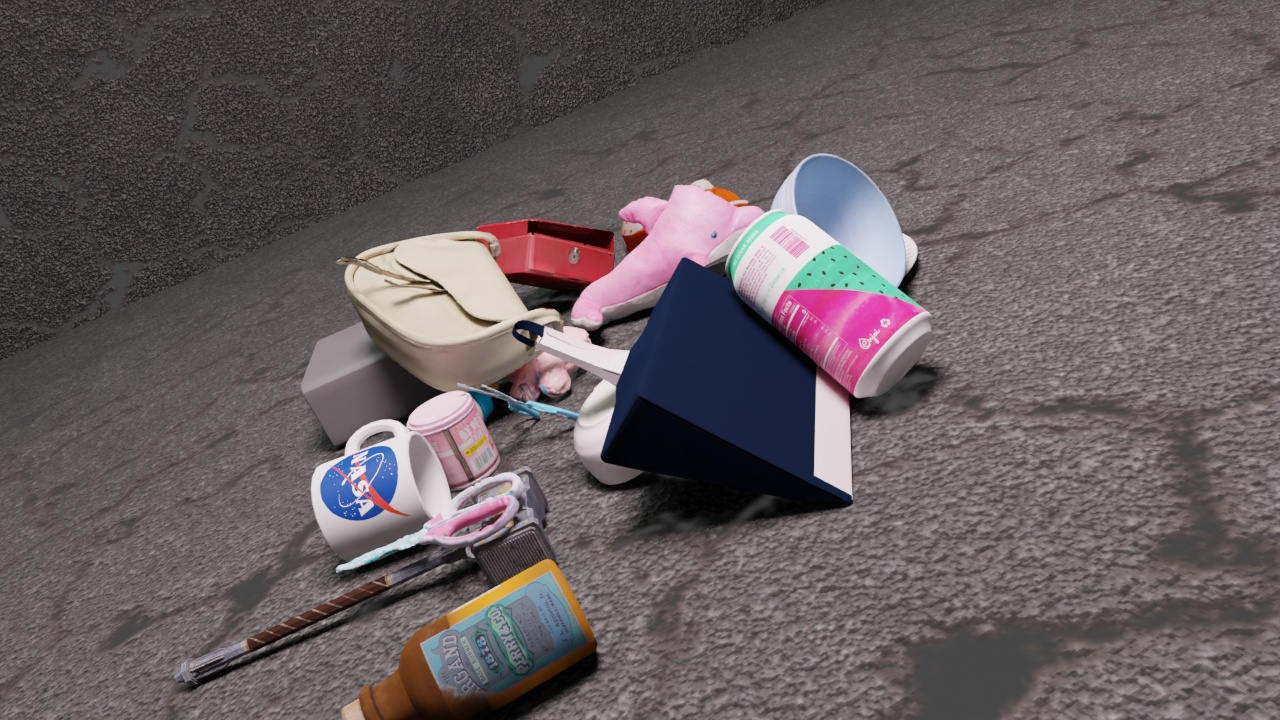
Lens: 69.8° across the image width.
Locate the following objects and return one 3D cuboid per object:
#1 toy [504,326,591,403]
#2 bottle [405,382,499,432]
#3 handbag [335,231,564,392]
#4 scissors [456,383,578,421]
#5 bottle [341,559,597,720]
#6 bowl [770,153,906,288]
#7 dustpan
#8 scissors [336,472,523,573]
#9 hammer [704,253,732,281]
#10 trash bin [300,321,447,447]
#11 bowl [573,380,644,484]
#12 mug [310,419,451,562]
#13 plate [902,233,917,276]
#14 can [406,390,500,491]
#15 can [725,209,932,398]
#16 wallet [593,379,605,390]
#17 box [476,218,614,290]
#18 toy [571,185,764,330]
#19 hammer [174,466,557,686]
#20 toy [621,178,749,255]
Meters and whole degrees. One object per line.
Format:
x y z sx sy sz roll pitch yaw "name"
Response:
-0.106 0.007 1.012 0.108 0.053 0.105 -15 35 16 "toy"
-0.196 0.063 0.962 0.051 0.051 0.145 -1 30 39 "bottle"
-0.211 -0.074 0.986 0.184 0.132 0.229 -27 48 -13 "handbag"
-0.117 0.043 0.904 0.126 0.136 0.015 -22 48 70 "scissors"
-0.110 0.193 0.582 0.156 0.068 0.068 -27 24 -13 "bottle"
0.178 -0.116 0.889 0.075 0.150 0.150 -30 10 48 "bowl"
0.032 0.009 0.749 0.080 0.273 0.235 -59 6 32 "dustpan"
-0.169 0.136 0.724 0.174 0.017 0.076 -25 27 14 "scissors"
0.088 -0.024 0.893 0.132 0.040 0.304 -5 34 30 "hammer"
-0.288 -0.006 1.138 0.220 0.098 0.191 -24 23 -3 "trash bin"
-0.015 0.050 0.791 0.105 0.054 0.104 -36 22 17 "bowl"
-0.231 0.108 0.821 0.090 0.091 0.121 -20 58 4 "mug"
0.180 -0.085 1.002 0.243 0.016 0.242 -18 23 8 "plate"
-0.180 0.077 0.885 0.067 0.076 0.067 -18 23 8 "can"
0.155 -0.049 0.764 0.088 0.088 0.166 -34 64 -27 "can"
-0.005 0.005 0.894 0.116 0.032 0.086 -47 14 10 "wallet"
-0.128 -0.146 1.232 0.129 0.087 0.158 4 -1 44 "box"
0.019 -0.132 1.102 0.266 0.128 0.186 -31 12 8 "toy"
-0.224 0.188 0.735 0.322 0.044 0.098 -25 23 0 "hammer"
0.057 -0.187 1.232 0.172 0.093 0.164 -17 1 1 "toy"
